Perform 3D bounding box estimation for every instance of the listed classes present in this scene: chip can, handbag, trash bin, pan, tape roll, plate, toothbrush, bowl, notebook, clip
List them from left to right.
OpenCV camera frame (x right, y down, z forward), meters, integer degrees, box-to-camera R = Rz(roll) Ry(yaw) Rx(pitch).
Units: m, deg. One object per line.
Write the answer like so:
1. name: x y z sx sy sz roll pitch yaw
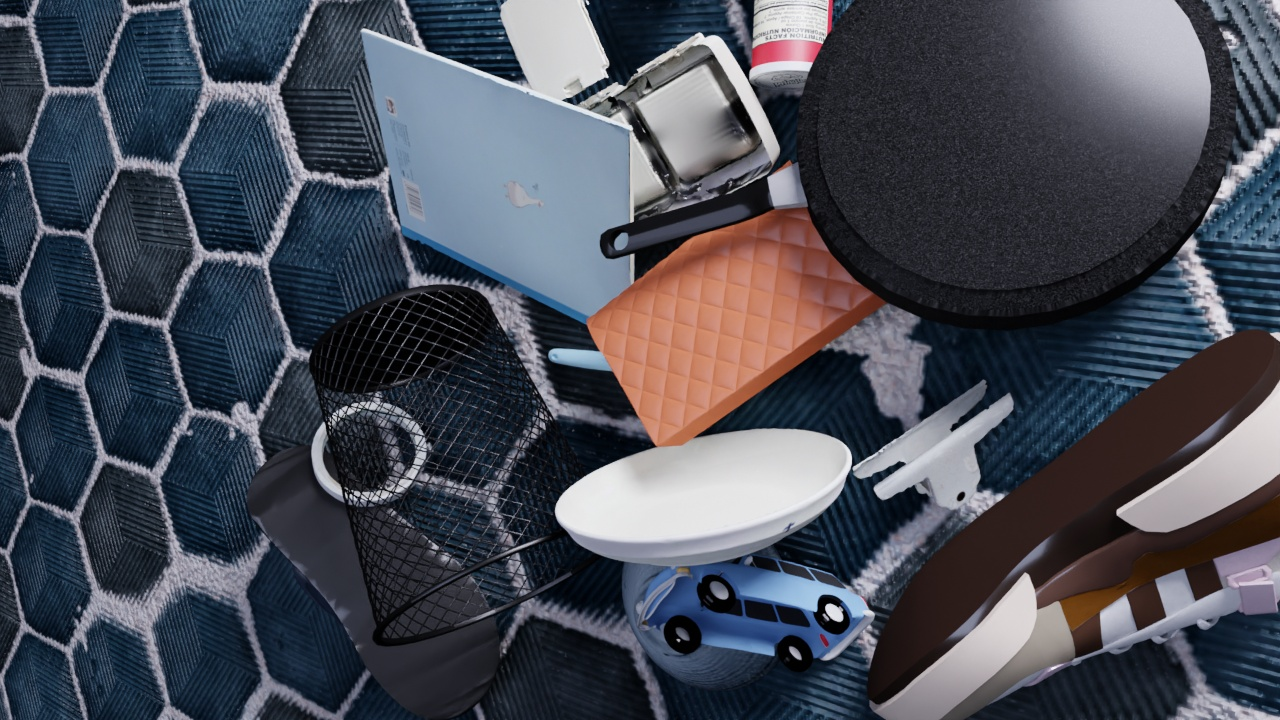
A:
1. tape roll: -0.228 0.078 0.774 0.093 0.092 0.013 53 151 18
2. trash bin: -0.139 0.070 0.674 0.184 0.183 0.210 -37 68 26
3. notebook: -0.106 -0.127 0.681 0.253 0.009 0.181 27 139 26
4. toothbrush: -0.004 0.004 0.677 0.155 0.016 0.022 7 105 30
5. bowl: 0.032 0.170 0.638 0.137 0.057 0.137 1 93 31
6. plate: 0.040 0.086 0.564 0.183 0.181 0.034 -6 102 31
7. handbag: 0.060 -0.035 0.605 0.172 0.060 0.109 -37 73 18
8. chip can: 0.100 -0.287 0.584 0.052 0.051 0.215 4 94 30
9. pan: 0.136 -0.115 0.522 0.357 0.034 0.225 -14 78 17
10. clip: 0.183 0.063 0.541 0.102 0.052 0.059 -32 103 -8

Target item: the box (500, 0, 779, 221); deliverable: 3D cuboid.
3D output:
1. box: -0.006 -0.181 0.610 0.144 0.044 0.184 -20 111 31

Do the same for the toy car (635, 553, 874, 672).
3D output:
1. toy car: 0.071 0.153 0.576 0.056 0.153 0.054 -59 27 32

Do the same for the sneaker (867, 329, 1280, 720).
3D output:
1. sneaker: 0.254 0.122 0.492 0.116 0.111 0.294 41 112 1

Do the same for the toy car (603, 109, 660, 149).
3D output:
1. toy car: -0.018 -0.163 0.665 0.105 0.032 0.048 -11 112 23

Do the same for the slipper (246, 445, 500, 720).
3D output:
1. slipper: -0.221 0.186 0.784 0.265 0.084 0.108 44 72 9
